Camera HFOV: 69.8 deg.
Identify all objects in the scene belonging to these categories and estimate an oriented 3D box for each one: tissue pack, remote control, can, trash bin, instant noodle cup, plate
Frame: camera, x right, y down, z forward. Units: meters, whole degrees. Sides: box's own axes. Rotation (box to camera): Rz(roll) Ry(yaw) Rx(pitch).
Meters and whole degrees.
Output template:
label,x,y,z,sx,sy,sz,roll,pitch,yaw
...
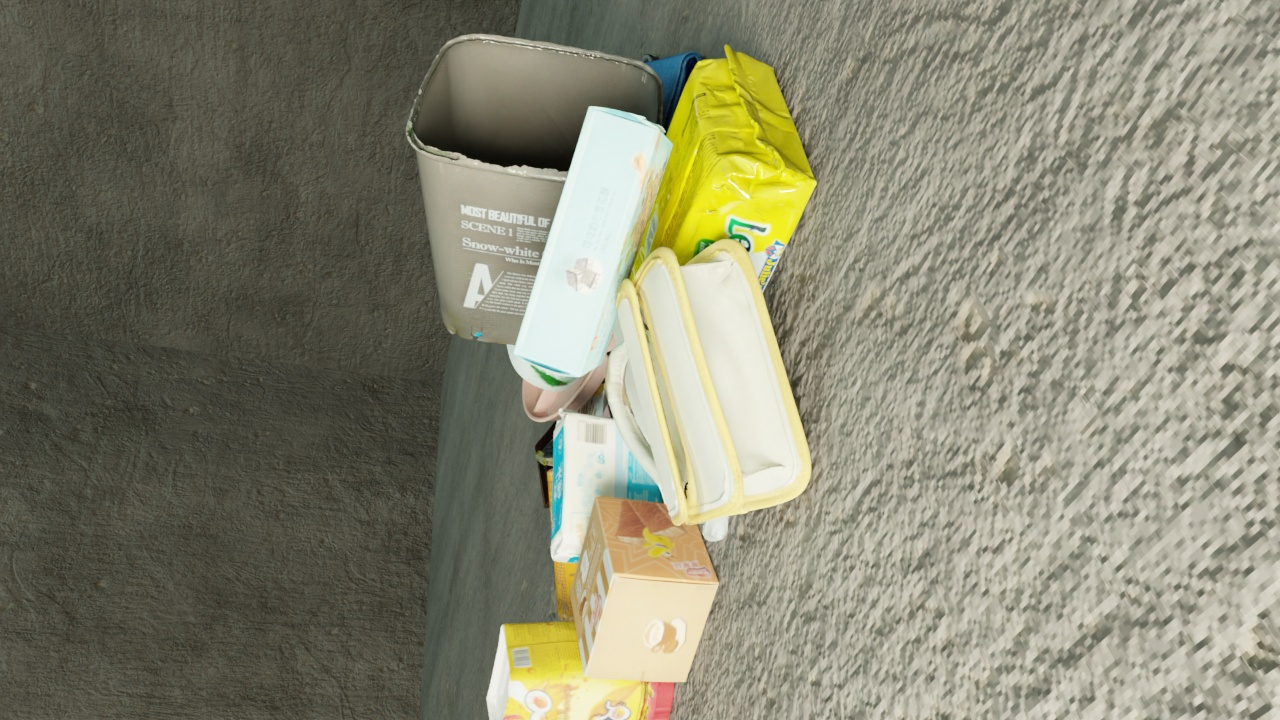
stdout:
label,x,y,z,sx,sy,sz,roll,pitch,yaw
tissue pack,-0.029,0.108,0.780,0.063,0.090,0.139,126,148,-58
remote control,-0.005,0.004,0.766,0.058,0.021,0.150,49,-155,-70
can,-0.051,0.168,0.840,0.058,0.058,0.146,166,100,-73
trash bin,-0.095,-0.139,0.822,0.220,0.199,0.198,102,175,-45
instant noodle cup,-0.051,0.260,0.718,0.116,0.123,0.116,-124,45,-67
plate,-0.064,-0.038,0.996,0.230,0.028,0.229,-45,33,40

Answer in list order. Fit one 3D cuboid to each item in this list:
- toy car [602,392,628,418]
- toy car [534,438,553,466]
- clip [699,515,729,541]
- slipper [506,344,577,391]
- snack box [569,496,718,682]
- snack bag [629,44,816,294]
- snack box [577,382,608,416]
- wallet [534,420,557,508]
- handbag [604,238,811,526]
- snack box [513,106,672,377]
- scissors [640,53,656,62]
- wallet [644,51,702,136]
label,x,y,z,sx,sy,sz,roll,pitch,yaw
toy car,-0.014,0.050,0.855,0.056,0.037,0.123,-113,35,-58
toy car,-0.073,0.090,0.916,0.042,0.035,0.091,-47,18,-23
clip,0.052,0.095,0.623,0.029,0.024,0.057,-117,36,-58
slipper,-0.115,-0.054,0.962,0.074,0.104,0.245,-50,36,30
snack box,0.000,0.167,0.672,0.094,0.077,0.093,-111,33,-62
snack bag,0.042,-0.091,0.673,0.157,0.068,0.247,-97,21,-44
snack box,-0.053,0.107,0.946,0.085,0.026,0.156,-22,60,55
wallet,-0.083,0.098,1.045,0.123,0.020,0.096,-51,34,35
handbag,0.018,0.026,0.589,0.179,0.063,0.163,-36,65,58
snack box,-0.030,-0.078,0.623,0.074,0.051,0.175,-40,-32,-80
scissors,0.014,-0.270,0.961,0.160,0.014,0.173,125,148,-57
wallet,0.013,-0.241,0.889,0.133,0.040,0.106,-145,70,-67
